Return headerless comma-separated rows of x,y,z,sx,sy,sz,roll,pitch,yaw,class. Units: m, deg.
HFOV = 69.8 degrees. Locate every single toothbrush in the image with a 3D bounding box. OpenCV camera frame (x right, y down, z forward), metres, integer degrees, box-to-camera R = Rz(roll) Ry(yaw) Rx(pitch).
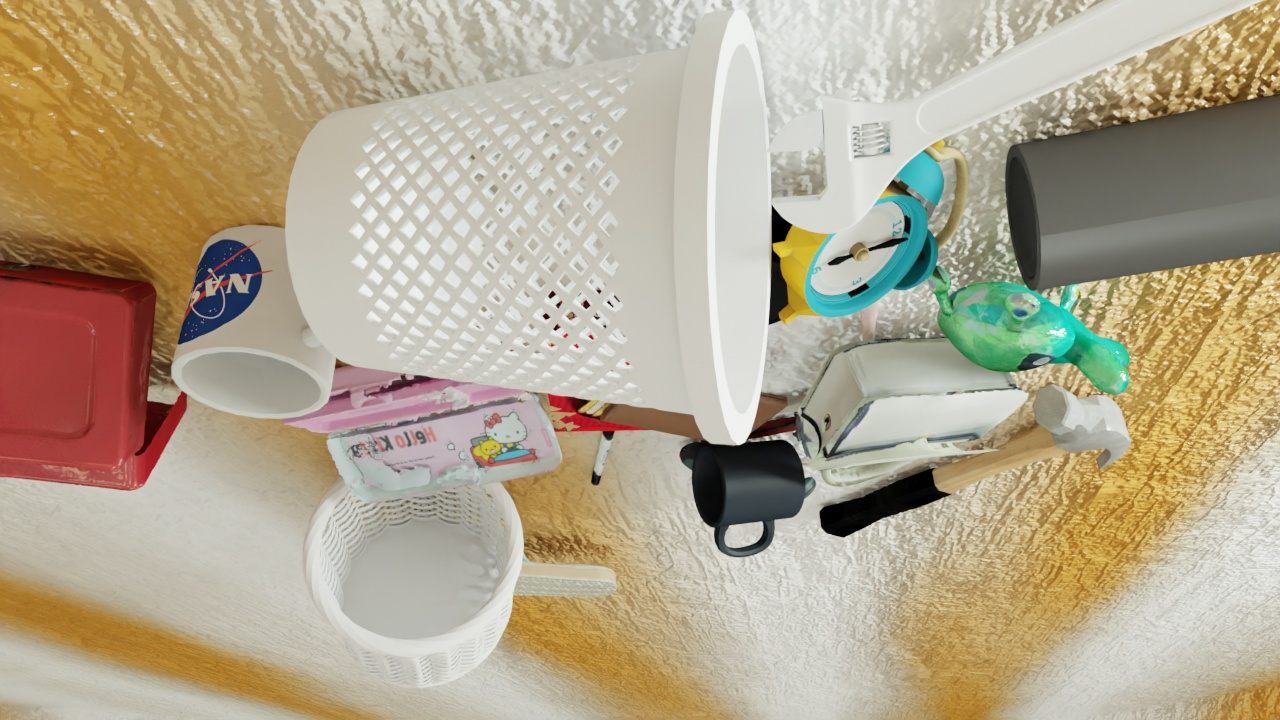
0.170,-0.018,0.683,0.016,0.018,0.181,-9,149,8,toothbrush

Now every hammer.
0.309,0.113,0.898,0.131,0.039,0.329,18,145,-32,hammer

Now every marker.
-0.035,0.086,0.860,0.011,0.011,0.152,3,150,-8,marker

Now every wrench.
0.185,-0.137,0.434,0.274,0.018,0.066,-23,104,21,wrench

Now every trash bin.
-0.047,-0.061,0.452,0.200,0.195,0.195,1,152,15,trash bin

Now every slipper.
-0.159,0.247,1.098,0.263,0.052,0.115,5,152,-3,slipper

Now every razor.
0.101,0.107,0.877,0.142,0.052,0.047,23,145,-21,razor

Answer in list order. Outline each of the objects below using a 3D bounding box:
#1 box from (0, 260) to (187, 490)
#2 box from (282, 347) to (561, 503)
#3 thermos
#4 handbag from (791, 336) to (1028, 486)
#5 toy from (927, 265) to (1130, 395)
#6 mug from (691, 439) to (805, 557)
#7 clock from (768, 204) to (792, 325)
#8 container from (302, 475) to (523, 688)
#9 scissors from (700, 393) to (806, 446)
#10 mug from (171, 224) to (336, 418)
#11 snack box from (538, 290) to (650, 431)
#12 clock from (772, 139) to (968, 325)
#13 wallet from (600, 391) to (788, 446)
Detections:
-0.409,-0.002,0.624,0.156,0.156,0.171,8,122,-15,box
-0.176,0.044,0.737,0.202,0.066,0.154,-11,139,17,box
0.329,-0.097,0.485,0.241,0.082,0.082,-9,149,13,thermos
0.200,0.062,0.727,0.151,0.074,0.176,-1,144,-18,handbag
0.262,-0.024,0.612,0.193,0.072,0.131,10,-169,-42,toy
0.094,0.125,0.818,0.077,0.105,0.071,-3,-167,-20,mug
0.056,-0.062,0.574,0.091,0.042,0.120,-25,142,35,clock
-0.213,0.205,0.886,0.189,0.189,0.187,3,151,-8,container
0.130,0.047,0.795,0.179,0.015,0.186,17,145,-29,scissors
-0.225,-0.027,0.577,0.121,0.090,0.091,-17,147,25,mug
-0.004,0.004,0.694,0.132,0.035,0.152,-1,150,-1,snack box
0.135,-0.072,0.532,0.129,0.043,0.099,-28,141,-9,clock
0.040,0.039,0.703,0.121,0.013,0.088,13,147,-23,wallet
